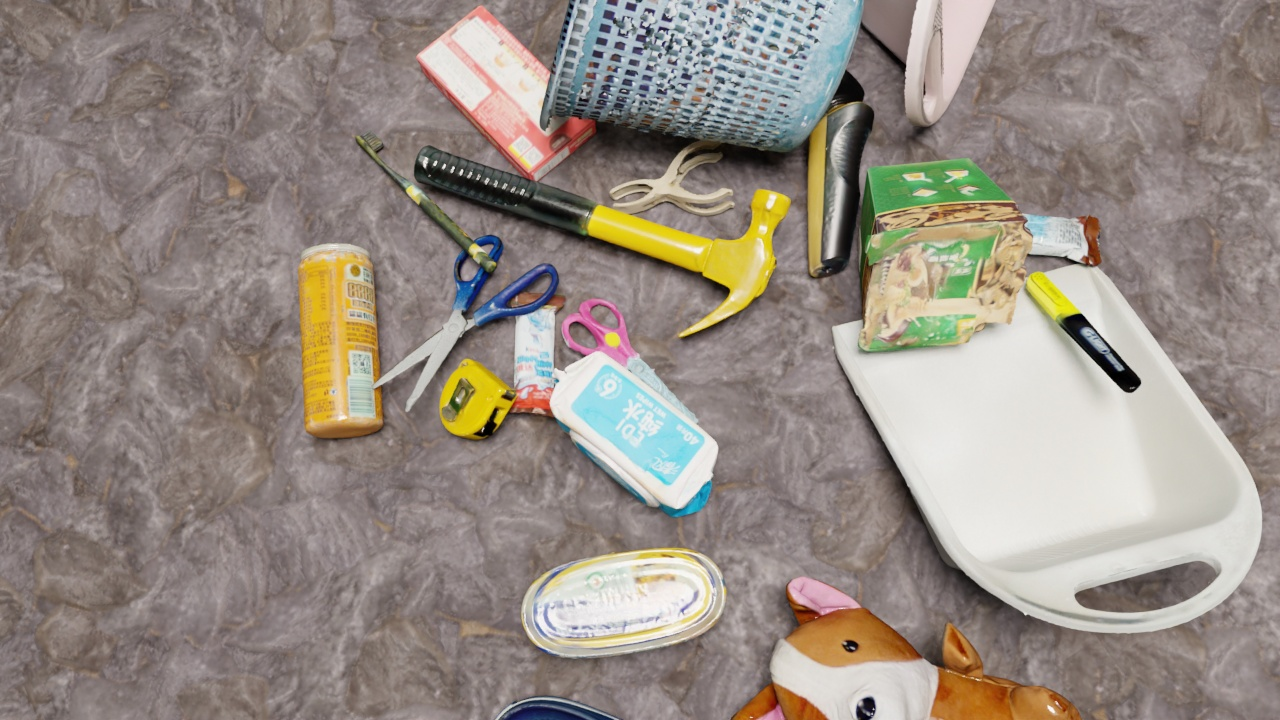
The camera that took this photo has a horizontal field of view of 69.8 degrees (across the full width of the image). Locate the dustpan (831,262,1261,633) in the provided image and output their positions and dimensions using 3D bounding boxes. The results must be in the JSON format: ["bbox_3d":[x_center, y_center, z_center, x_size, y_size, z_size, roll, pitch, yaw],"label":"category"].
[{"bbox_3d":[0.285,0.051,0.635,0.222,0.143,0.257,-15,77,-1],"label":"dustpan"}]

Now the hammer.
[{"bbox_3d":[-0.040,-0.112,0.729,0.301,0.032,0.129,20,96,9],"label":"hammer"}]

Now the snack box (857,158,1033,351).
[{"bbox_3d":[0.212,-0.086,0.686,0.117,0.118,0.105,-5,46,1],"label":"snack box"}]

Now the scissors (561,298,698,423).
[{"bbox_3d":[-0.004,0.004,0.726,0.133,0.017,0.054,43,66,8],"label":"scissors"}]

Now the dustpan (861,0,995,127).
[{"bbox_3d":[0.264,-0.319,0.696,0.273,0.222,0.139,-42,65,5],"label":"dustpan"}]

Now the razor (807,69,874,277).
[{"bbox_3d":[0.152,-0.150,0.742,0.068,0.062,0.167,-1,80,34],"label":"razor"}]

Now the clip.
[{"bbox_3d":[0.034,-0.133,0.749,0.102,0.035,0.094,-37,76,-2],"label":"clip"}]

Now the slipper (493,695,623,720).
[{"bbox_3d":[0.007,0.304,0.611,0.253,0.095,0.105,26,81,13],"label":"slipper"}]

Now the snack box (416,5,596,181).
[{"bbox_3d":[-0.115,-0.228,0.784,0.075,0.025,0.153,-42,78,-8],"label":"snack box"}]

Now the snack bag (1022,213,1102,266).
[{"bbox_3d":[0.313,-0.100,0.729,0.105,0.026,0.045,5,67,3],"label":"snack bag"}]

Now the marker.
[{"bbox_3d":[0.324,-0.023,0.675,0.018,0.015,0.124,-21,49,-3],"label":"marker"}]

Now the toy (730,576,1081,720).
[{"bbox_3d":[0.170,0.235,0.610,0.200,0.130,0.140,25,84,18],"label":"toy"}]

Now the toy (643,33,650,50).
[{"bbox_3d":[0.036,-0.295,0.791,0.100,0.031,0.096,-33,80,-1],"label":"toy"}]

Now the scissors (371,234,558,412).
[{"bbox_3d":[-0.142,-0.038,0.723,0.166,0.012,0.155,-19,56,-4],"label":"scissors"}]

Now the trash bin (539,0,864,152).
[{"bbox_3d":[0.047,-0.252,0.678,0.195,0.227,0.226,16,77,-9],"label":"trash bin"}]

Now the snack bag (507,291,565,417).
[{"bbox_3d":[-0.084,-0.006,0.726,0.048,0.026,0.104,4,76,-1],"label":"snack bag"}]

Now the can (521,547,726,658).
[{"bbox_3d":[-0.011,0.175,0.665,0.148,0.049,0.074,-9,76,0],"label":"can"}]

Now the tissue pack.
[{"bbox_3d":[-0.005,0.057,0.674,0.140,0.090,0.063,38,80,11],"label":"tissue pack"}]

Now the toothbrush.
[{"bbox_3d":[-0.177,-0.134,0.759,0.017,0.012,0.186,-39,69,-18],"label":"toothbrush"}]

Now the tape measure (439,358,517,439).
[{"bbox_3d":[-0.130,0.031,0.707,0.060,0.029,0.057,36,97,37],"label":"tape measure"}]

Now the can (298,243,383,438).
[{"bbox_3d":[-0.236,-0.014,0.720,0.058,0.058,0.146,-8,75,1],"label":"can"}]
